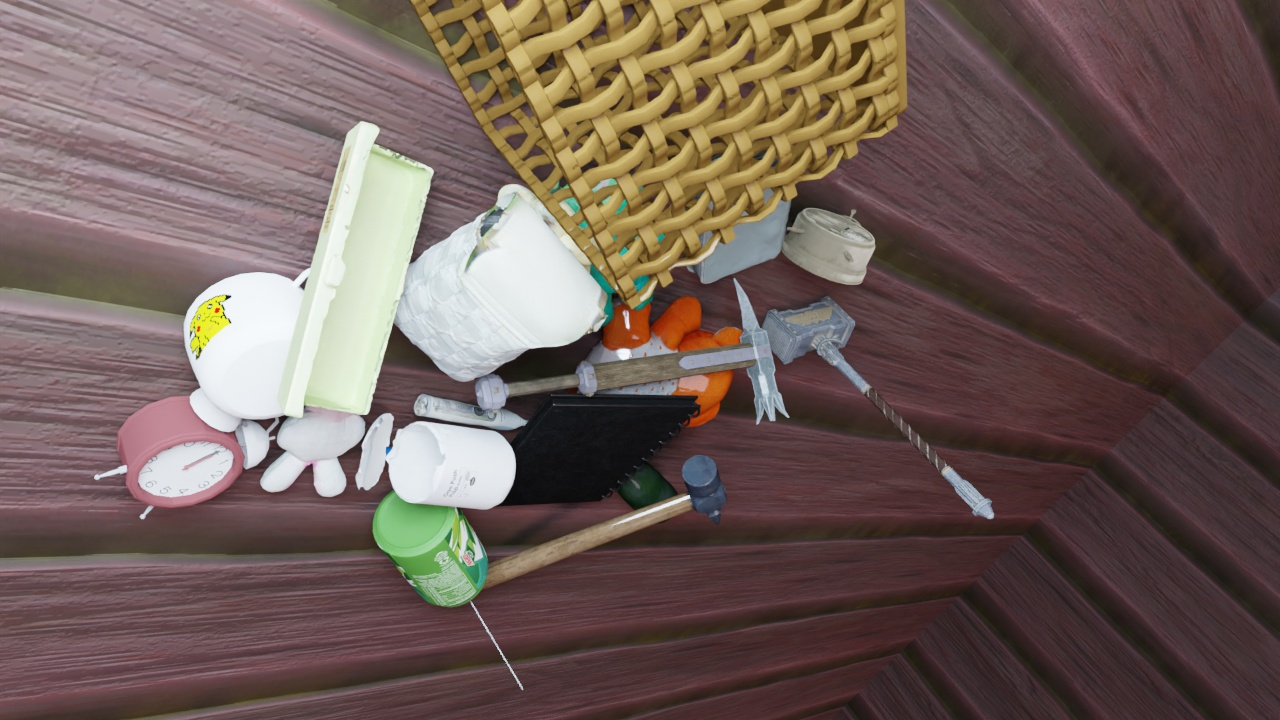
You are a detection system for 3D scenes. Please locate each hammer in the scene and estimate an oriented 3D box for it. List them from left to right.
[{"bbox_3d":[-0.052,0.207,1.083,0.322,0.040,0.129,-20,144,1],"label":"hammer"},{"bbox_3d":[-0.005,0.006,0.844,0.316,0.147,0.028,-8,172,-33],"label":"hammer"},{"bbox_3d":[0.264,0.050,0.996,0.098,0.322,0.044,-15,139,-31],"label":"hammer"}]

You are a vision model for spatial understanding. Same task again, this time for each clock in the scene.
[{"bbox_3d":[-0.343,0.066,0.708,0.124,0.044,0.087,-28,145,-13],"label":"clock"},{"bbox_3d":[0.205,-0.128,0.959,0.140,0.093,0.055,-32,148,-58],"label":"clock"}]

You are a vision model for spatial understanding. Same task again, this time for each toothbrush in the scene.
[{"bbox_3d":[-0.169,0.275,0.988,0.010,0.181,0.010,-30,150,-18],"label":"toothbrush"},{"bbox_3d":[-0.142,0.057,0.902,0.024,0.022,0.185,-35,149,29],"label":"toothbrush"}]

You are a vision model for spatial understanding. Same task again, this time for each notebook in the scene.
[{"bbox_3d":[-0.059,0.096,0.940,0.169,0.019,0.232,2,148,-31],"label":"notebook"}]

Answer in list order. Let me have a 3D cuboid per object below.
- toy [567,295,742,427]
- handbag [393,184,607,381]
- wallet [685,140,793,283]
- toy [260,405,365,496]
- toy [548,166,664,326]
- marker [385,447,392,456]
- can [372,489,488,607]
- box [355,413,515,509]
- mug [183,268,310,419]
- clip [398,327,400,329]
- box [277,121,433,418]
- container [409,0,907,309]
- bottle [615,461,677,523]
[{"bbox_3d":[0.020,0.007,0.942,0.172,0.092,0.164,6,125,-30],"label":"toy"},{"bbox_3d":[-0.109,-0.060,0.701,0.112,0.123,0.172,44,140,-23],"label":"handbag"},{"bbox_3d":[0.091,-0.137,0.865,0.100,0.054,0.132,-19,144,-12],"label":"wallet"},{"bbox_3d":[-0.271,0.064,0.778,0.075,0.037,0.126,5,124,-41],"label":"toy"},{"bbox_3d":[-0.028,-0.097,0.779,0.130,0.072,0.193,-23,143,-7],"label":"toy"},{"bbox_3d":[-0.200,0.089,0.894,0.141,0.013,0.013,2,129,-44],"label":"marker"},{"bbox_3d":[-0.210,0.191,0.940,0.083,0.083,0.144,-30,145,-13],"label":"can"},{"bbox_3d":[-0.194,0.093,0.837,0.159,0.092,0.081,17,101,-55],"label":"box"},{"bbox_3d":[-0.266,-0.016,0.661,0.116,0.068,0.094,-44,146,8],"label":"mug"},{"bbox_3d":[-0.180,-0.018,0.773,0.014,0.045,0.050,-43,159,9],"label":"clip"},{"bbox_3d":[-0.199,-0.057,0.611,0.133,0.061,0.188,-11,116,-88],"label":"box"},{"bbox_3d":[-0.005,-0.222,0.526,0.214,0.219,0.252,-35,146,-5],"label":"container"},{"bbox_3d":[-0.008,0.141,1.095,0.055,0.055,0.174,-38,143,0],"label":"bottle"}]
